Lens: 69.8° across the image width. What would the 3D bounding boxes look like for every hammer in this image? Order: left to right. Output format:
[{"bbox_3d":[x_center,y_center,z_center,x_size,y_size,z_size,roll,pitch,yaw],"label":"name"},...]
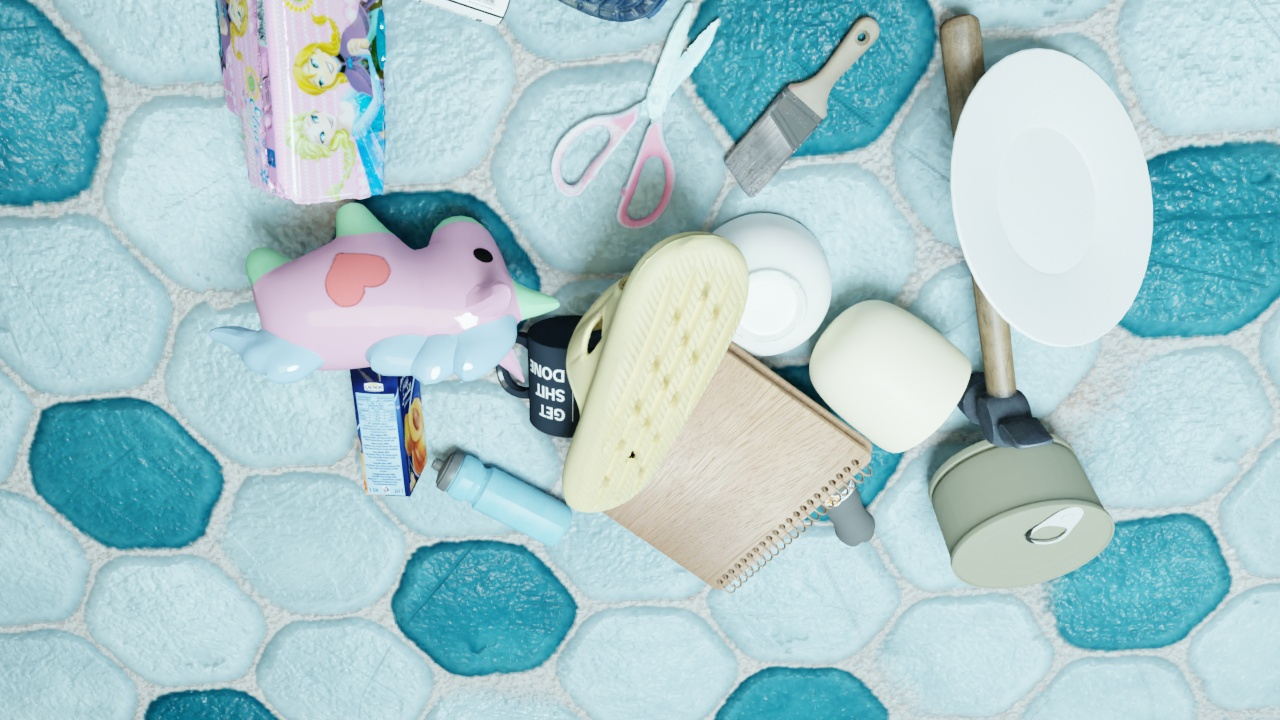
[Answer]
[{"bbox_3d":[0.255,-0.089,0.680,0.040,0.129,0.322,-11,104,4],"label":"hammer"}]

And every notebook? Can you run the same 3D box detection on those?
[{"bbox_3d":[0.069,0.096,0.766,0.169,0.022,0.211,35,125,-5],"label":"notebook"}]

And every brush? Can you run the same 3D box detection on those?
[{"bbox_3d":[0.120,-0.188,0.678,0.039,0.012,0.151,38,110,-14],"label":"brush"}]

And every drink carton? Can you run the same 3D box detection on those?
[{"bbox_3d":[-0.208,0.043,0.763,0.040,0.064,0.130,2,114,1],"label":"drink carton"}]

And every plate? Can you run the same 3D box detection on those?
[{"bbox_3d":[0.290,-0.113,0.647,0.208,0.015,0.208,1,87,-28],"label":"plate"}]

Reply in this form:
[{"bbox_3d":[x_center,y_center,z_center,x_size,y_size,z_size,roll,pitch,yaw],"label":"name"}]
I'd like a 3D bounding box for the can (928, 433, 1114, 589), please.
[{"bbox_3d":[0.311,0.125,0.760,0.128,0.073,0.128,-4,138,-4],"label":"can"}]

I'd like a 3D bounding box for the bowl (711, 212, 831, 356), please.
[{"bbox_3d":[0.095,-0.052,0.714,0.113,0.063,0.113,1,116,1],"label":"bowl"}]

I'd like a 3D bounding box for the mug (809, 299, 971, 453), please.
[{"bbox_3d":[0.182,0.010,0.729,0.100,0.096,0.120,37,152,-6],"label":"mug"}]

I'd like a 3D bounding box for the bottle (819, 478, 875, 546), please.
[{"bbox_3d":[0.170,0.114,0.802,0.036,0.036,0.110,-27,111,13],"label":"bottle"}]

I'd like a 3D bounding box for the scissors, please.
[{"bbox_3d":[-0.007,-0.190,0.680,0.105,0.016,0.179,18,114,-7],"label":"scissors"}]

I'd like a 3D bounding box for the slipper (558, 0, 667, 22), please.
[{"bbox_3d":[-0.080,-0.313,0.585,0.253,0.095,0.105,34,145,-7],"label":"slipper"}]

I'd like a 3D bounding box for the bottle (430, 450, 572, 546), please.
[{"bbox_3d":[-0.125,0.119,0.810,0.130,0.040,0.040,29,112,-11],"label":"bottle"}]

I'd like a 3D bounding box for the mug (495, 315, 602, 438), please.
[{"bbox_3d":[-0.071,0.009,0.747,0.105,0.071,0.077,11,116,20],"label":"mug"}]

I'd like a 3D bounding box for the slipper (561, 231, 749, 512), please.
[{"bbox_3d":[-0.004,0.004,0.680,0.111,0.079,0.262,-7,133,-35],"label":"slipper"}]

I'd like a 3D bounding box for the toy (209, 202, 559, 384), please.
[{"bbox_3d":[-0.188,-0.034,0.672,0.221,0.171,0.120,-30,153,-19],"label":"toy"}]

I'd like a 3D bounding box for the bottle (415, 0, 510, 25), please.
[{"bbox_3d":[-0.146,-0.262,0.614,0.116,0.041,0.041,9,116,-27],"label":"bottle"}]

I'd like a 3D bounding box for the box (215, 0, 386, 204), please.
[{"bbox_3d":[-0.244,-0.238,0.656,0.086,0.106,0.231,-17,123,-40],"label":"box"}]
